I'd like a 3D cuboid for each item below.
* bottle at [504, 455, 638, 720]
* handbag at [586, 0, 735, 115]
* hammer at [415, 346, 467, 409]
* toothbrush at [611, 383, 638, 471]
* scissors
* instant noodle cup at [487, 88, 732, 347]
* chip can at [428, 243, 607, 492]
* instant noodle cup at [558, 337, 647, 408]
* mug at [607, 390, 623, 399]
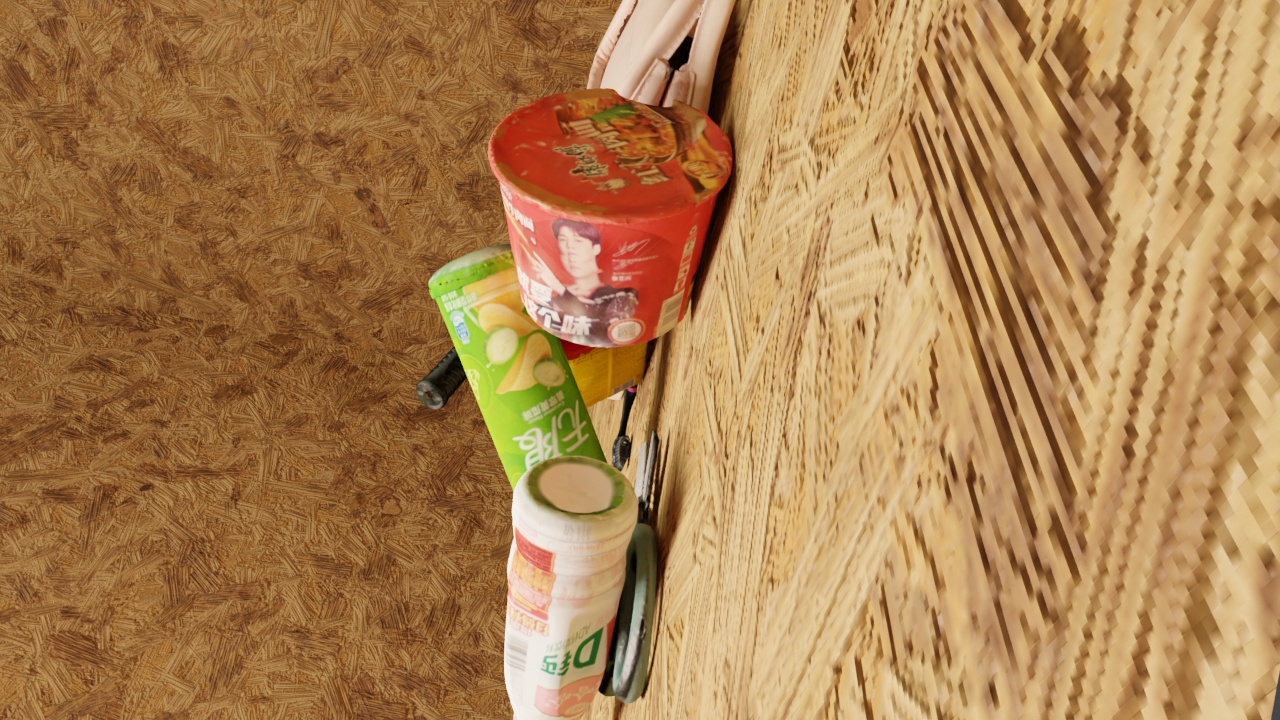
[{"bbox_3d":[-0.046,0.152,0.533,0.068,0.068,0.197,-91,8,-62],"label":"bottle"},{"bbox_3d":[0.029,-0.234,0.634,0.235,0.093,0.192,118,164,-45],"label":"handbag"},{"bbox_3d":[-0.130,-0.057,0.926,0.299,0.033,0.129,-57,-5,-44],"label":"hammer"},{"bbox_3d":[-0.005,0.005,0.797,0.018,0.014,0.189,143,139,-67],"label":"toothbrush"},{"bbox_3d":[-0.007,0.135,0.573,0.171,0.019,0.176,106,170,-51],"label":"scissors"},{"bbox_3d":[-0.020,-0.080,0.547,0.137,0.138,0.109,-86,0,-46],"label":"instant noodle cup"},{"bbox_3d":[-0.074,0.031,0.625,0.072,0.072,0.221,-131,20,-83],"label":"chip can"},{"bbox_3d":[-0.047,-0.030,0.730,0.116,0.116,0.124,53,160,32],"label":"instant noodle cup"},{"bbox_3d":[-0.063,-0.020,0.934,0.081,0.106,0.115,-95,16,-68],"label":"mug"}]
